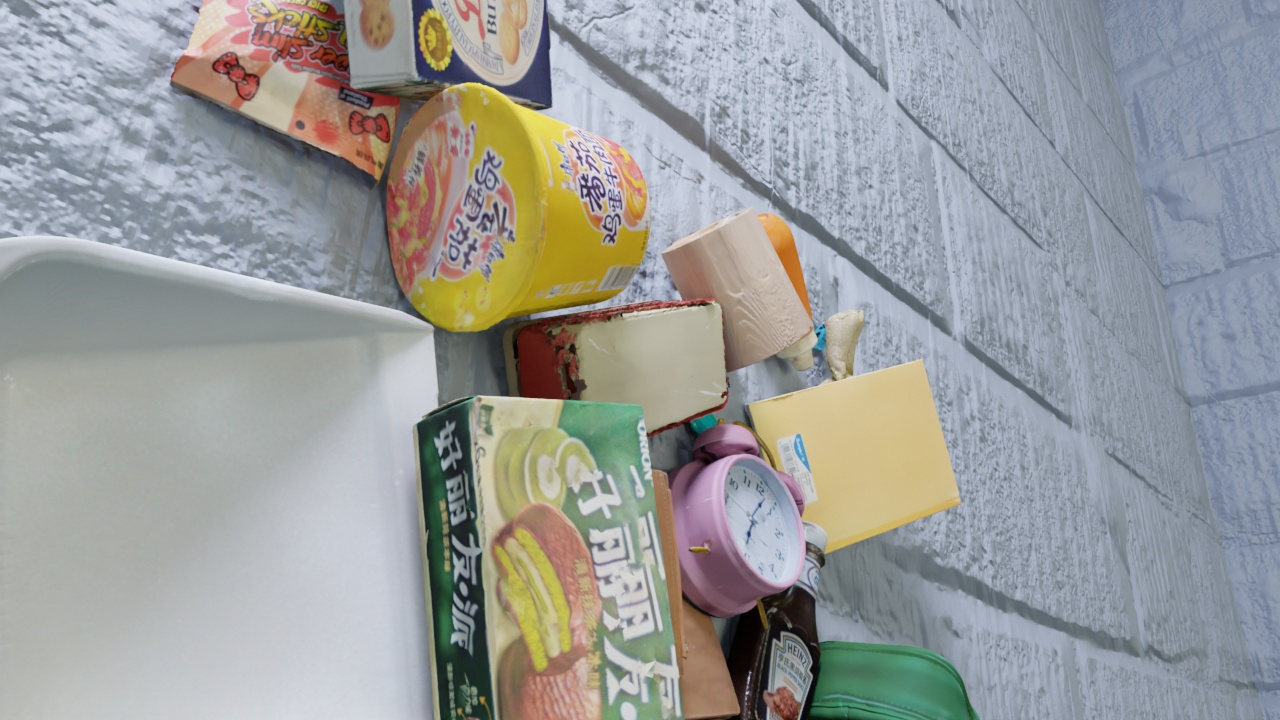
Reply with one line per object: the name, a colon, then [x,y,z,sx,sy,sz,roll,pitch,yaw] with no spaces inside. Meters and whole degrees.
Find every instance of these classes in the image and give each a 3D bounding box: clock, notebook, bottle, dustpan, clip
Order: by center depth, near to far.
dustpan: [-0.165,0.063,0.360,0.257,0.143,0.222,1,74,-36]
clock: [0.074,0.113,0.690,0.117,0.060,0.158,46,37,-22]
bottle: [0.109,0.213,0.708,0.080,0.044,0.194,48,46,-27]
bottle: [0.124,-0.057,0.831,0.066,0.067,0.149,-47,119,-48]
notebook: [0.199,0.087,0.832,0.205,0.010,0.146,-13,86,-28]
clip: [0.181,-0.024,0.912,0.056,0.047,0.014,-41,110,-43]

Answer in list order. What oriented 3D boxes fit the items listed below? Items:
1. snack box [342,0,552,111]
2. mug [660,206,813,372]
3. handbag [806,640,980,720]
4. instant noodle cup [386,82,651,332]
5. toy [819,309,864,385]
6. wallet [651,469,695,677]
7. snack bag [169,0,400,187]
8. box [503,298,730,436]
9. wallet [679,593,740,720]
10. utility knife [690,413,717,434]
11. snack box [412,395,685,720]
snack box: [-0.113,-0.251,0.559,0.182,0.046,0.178,-30,120,-68]
mug: [0.069,-0.056,0.728,0.084,0.125,0.103,-29,99,-11]
handbag: [0.195,0.278,0.720,0.120,0.132,0.067,51,47,-28]
instant noodle cup: [-0.068,-0.088,0.552,0.109,0.138,0.138,-6,80,-50]
toy: [0.205,0.028,0.883,0.105,0.066,0.157,5,78,-67]
wallet: [-0.009,0.129,0.561,0.119,0.035,0.130,14,66,-45]
snack bag: [-0.184,-0.219,0.540,0.128,0.073,0.207,24,65,-43]
box: [-0.004,0.004,0.623,0.168,0.081,0.091,-14,101,-52]
wallet: [0.017,0.193,0.616,0.115,0.020,0.101,20,44,-47]
utility knife: [0.072,0.082,0.749,0.151,0.013,0.029,55,44,-22]
snack box: [-0.044,0.139,0.463,0.114,0.063,0.240,6,70,-43]
